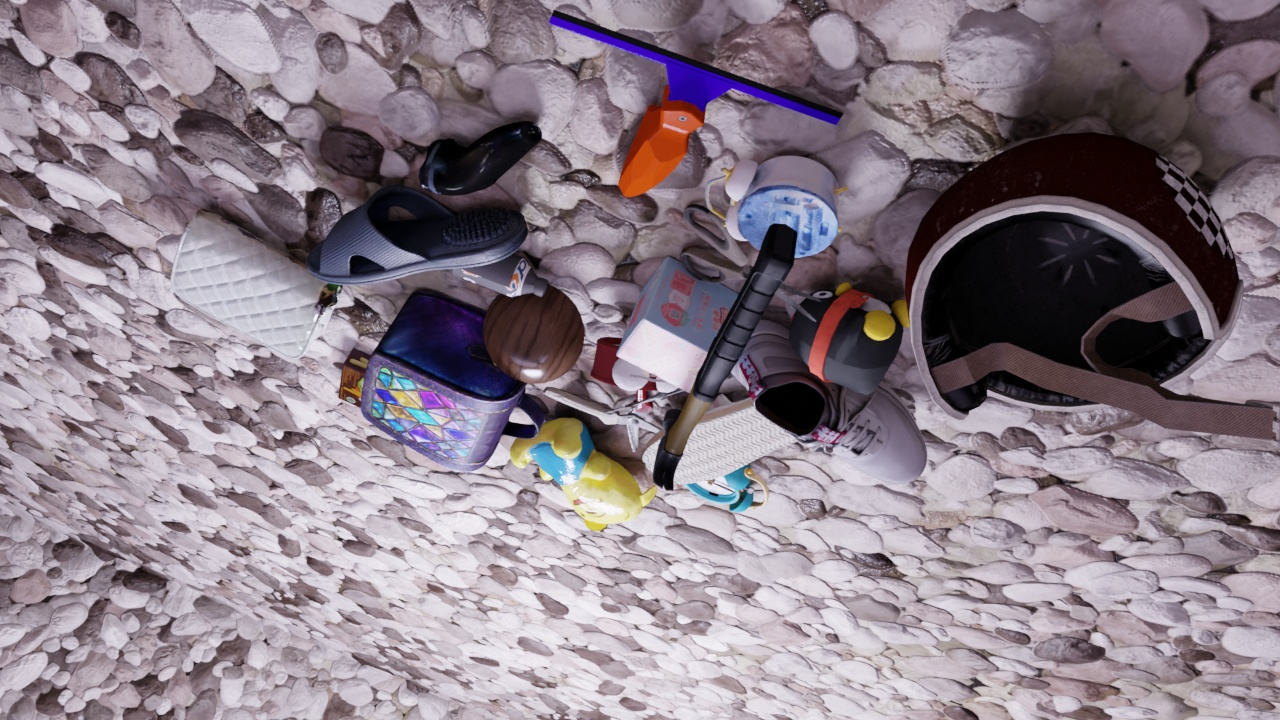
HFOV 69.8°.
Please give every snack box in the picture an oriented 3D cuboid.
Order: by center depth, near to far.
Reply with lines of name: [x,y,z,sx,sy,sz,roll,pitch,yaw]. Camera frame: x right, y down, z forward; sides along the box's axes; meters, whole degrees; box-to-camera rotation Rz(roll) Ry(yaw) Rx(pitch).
snack box: [0.041,-0.036,0.960,0.094,0.092,0.080,26,143,-9]
snack box: [-0.339,0.058,1.324,0.186,0.031,0.101,25,144,-6]

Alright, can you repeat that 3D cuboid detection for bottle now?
bottle: [-0.157,-0.099,1.016,0.112,0.046,0.047,21,144,1]

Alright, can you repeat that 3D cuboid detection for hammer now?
hammer: [0.068,0.010,0.848,0.025,0.117,0.334,19,139,-4]

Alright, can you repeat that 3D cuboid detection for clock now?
clock: [0.118,-0.138,0.817,0.125,0.051,0.089,9,148,11]
clock: [-0.006,0.006,1.020,0.087,0.044,0.125,4,-168,-36]
clock: [0.110,0.162,1.231,0.130,0.043,0.099,14,145,21]

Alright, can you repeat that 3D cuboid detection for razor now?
razor: [-0.156,-0.201,0.887,0.141,0.052,0.064,-19,96,34]

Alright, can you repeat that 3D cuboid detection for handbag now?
handbag: [-0.226,0.036,1.161,0.222,0.125,0.205,27,144,-5]
handbag: [-0.484,-0.098,1.162,0.195,0.072,0.139,31,135,-12]

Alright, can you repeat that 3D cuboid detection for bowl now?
bowl: [-0.125,-0.029,1.044,0.119,0.032,0.119,1,101,7]

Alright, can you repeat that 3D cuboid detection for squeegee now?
squeegee: [0.018,-0.192,0.799,0.249,0.055,0.185,14,158,-16]

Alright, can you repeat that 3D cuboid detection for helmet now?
helmet: [0.317,-0.046,0.671,0.234,0.252,0.234,-25,100,39]

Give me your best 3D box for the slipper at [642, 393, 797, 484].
slipper: [0.119,0.083,1.116,0.264,0.052,0.115,-26,128,33]

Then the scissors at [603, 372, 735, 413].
scissors: [0.043,0.035,1.054,0.165,0.141,0.014,-16,89,17]

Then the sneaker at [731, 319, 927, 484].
sneaker: [0.205,0.063,0.963,0.263,0.128,0.097,34,114,-14]

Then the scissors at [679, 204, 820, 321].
scissors: [0.098,-0.087,0.894,0.163,0.012,0.154,50,151,-11]

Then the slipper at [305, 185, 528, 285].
slipper: [-0.247,-0.145,0.970,0.264,0.101,0.082,-3,131,20]

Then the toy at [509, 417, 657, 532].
toy: [-0.075,0.157,1.281,0.149,0.083,0.214,-8,137,44]

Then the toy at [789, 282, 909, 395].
toy: [0.195,-0.027,0.900,0.119,0.097,0.100,29,120,30]

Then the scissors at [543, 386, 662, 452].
scissors: [-0.034,0.057,1.161,0.179,0.015,0.200,3,139,-6]
